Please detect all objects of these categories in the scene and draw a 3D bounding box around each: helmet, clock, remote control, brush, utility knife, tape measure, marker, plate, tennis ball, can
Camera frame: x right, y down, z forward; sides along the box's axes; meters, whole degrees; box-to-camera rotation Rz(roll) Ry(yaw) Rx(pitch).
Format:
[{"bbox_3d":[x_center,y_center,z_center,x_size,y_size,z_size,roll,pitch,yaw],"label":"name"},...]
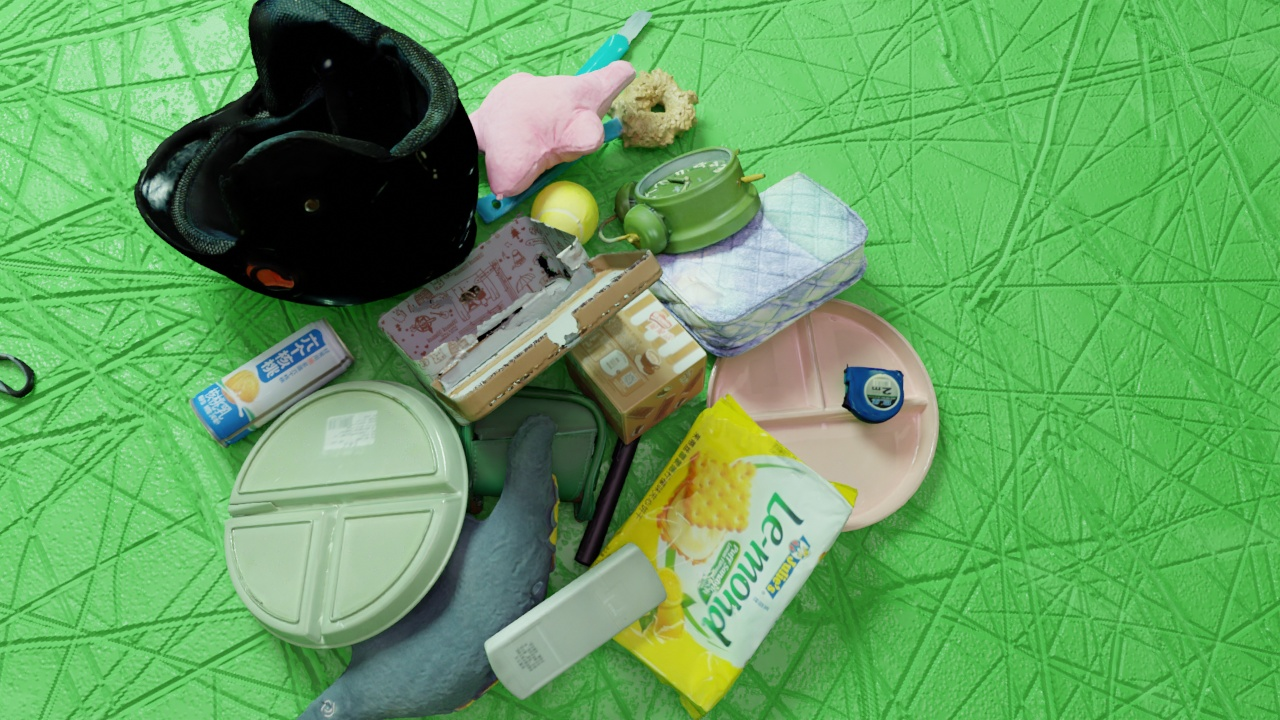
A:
[{"bbox_3d":[-0.267,-0.154,0.776,0.275,0.230,0.233,-19,50,7],"label":"helmet"},{"bbox_3d":[0.035,-0.148,0.869,0.161,0.116,0.056,-24,118,2],"label":"clock"},{"bbox_3d":[-0.052,0.209,0.740,0.150,0.021,0.058,-32,110,-11],"label":"remote control"},{"bbox_3d":[-0.053,-0.210,0.917,0.254,0.046,0.083,-33,87,-10],"label":"brush"},{"bbox_3d":[-0.048,-0.295,0.947,0.029,0.013,0.192,38,77,1],"label":"utility knife"},{"bbox_3d":[0.220,0.032,0.869,0.058,0.025,0.054,5,78,-3],"label":"tape measure"},{"bbox_3d":[-0.029,0.125,0.843,0.020,0.022,0.131,7,70,40],"label":"marker"},{"bbox_3d":[0.174,0.051,0.885,0.229,0.028,0.229,2,76,-8],"label":"plate"},{"bbox_3d":[-0.073,-0.138,0.879,0.065,0.065,0.065,2,76,-7],"label":"tennis ball"},{"bbox_3d":[-0.324,0.018,0.813,0.134,0.053,0.053,-36,83,-14],"label":"can"},{"bbox_3d":[-0.251,0.119,0.760,0.230,0.027,0.229,-7,66,16],"label":"plate"}]

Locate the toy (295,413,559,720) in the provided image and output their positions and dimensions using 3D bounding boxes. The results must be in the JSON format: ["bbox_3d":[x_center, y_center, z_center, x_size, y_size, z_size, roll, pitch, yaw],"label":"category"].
[{"bbox_3d":[-0.159,0.212,0.759,0.356,0.091,0.138,-48,113,-7],"label":"toy"}]

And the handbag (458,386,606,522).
[{"bbox_3d":[-0.099,0.082,0.826,0.131,0.068,0.120,6,84,-8],"label":"handbag"}]

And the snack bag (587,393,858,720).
[{"bbox_3d":[0.060,0.168,0.806,0.158,0.068,0.246,37,85,3],"label":"snack bag"}]

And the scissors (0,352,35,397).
[{"bbox_3d":[-0.622,0.000,0.802,0.177,0.014,0.159,27,73,2],"label":"scissors"}]

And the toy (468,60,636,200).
[{"bbox_3d":[-0.108,-0.216,0.864,0.195,0.075,0.178,3,53,29],"label":"toy"}]

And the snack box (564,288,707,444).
[{"bbox_3d":[-0.005,0.005,0.836,0.094,0.077,0.093,-35,67,-15],"label":"snack box"}]

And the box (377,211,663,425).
[{"bbox_3d":[-0.098,-0.026,0.748,0.177,0.262,0.088,-40,121,-15],"label":"box"}]

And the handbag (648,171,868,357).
[{"bbox_3d":[0.111,-0.091,0.875,0.193,0.076,0.134,-30,53,-14],"label":"handbag"}]
